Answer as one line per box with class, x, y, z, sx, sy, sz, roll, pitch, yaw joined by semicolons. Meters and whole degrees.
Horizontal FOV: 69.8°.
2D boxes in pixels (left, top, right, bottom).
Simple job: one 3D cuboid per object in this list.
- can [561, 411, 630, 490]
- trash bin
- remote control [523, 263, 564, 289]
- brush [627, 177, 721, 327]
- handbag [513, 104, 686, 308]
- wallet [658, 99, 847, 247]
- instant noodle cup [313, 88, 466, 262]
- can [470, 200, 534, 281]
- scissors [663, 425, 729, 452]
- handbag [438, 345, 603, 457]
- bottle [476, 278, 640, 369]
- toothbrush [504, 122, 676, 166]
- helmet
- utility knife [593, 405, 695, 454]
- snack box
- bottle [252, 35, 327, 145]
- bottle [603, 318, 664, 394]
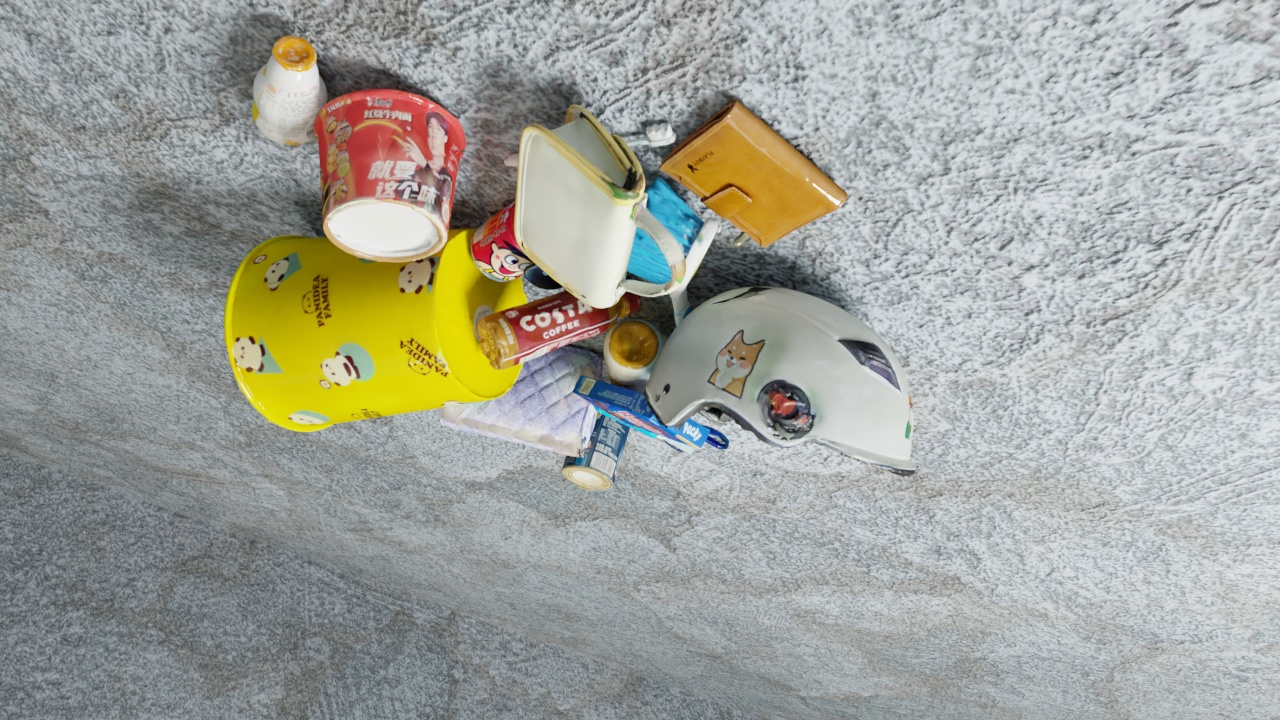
can;-0.060;0.118;1.278;0.075;0.111;0.075;13;152;7
trash bin;-0.278;-0.040;1.019;0.256;0.229;0.230;-4;146;24
remote control;-0.084;-0.088;0.943;0.053;0.024;0.136;-21;179;9
brush;0.028;-0.078;0.943;0.109;0.060;0.315;29;161;1
handbag;-0.028;-0.115;0.797;0.179;0.063;0.164;43;150;17
wallet;0.093;-0.156;0.800;0.130;0.035;0.119;33;145;-22
instant noodle cup;-0.229;-0.162;0.839;0.138;0.108;0.138;-3;157;-2
can;-0.122;-0.124;0.930;0.066;0.066;0.094;33;147;-27
scissors;0.054;0.088;1.270;0.164;0.012;0.163;14;152;6
handbag;-0.145;0.043;1.169;0.194;0.134;0.076;12;151;10
bottle;-0.082;-0.044;0.965;0.057;0.174;0.058;40;141;42
toothbrush;-0.051;-0.192;0.825;0.180;0.016;0.016;-2;139;29
helmet;0.147;0.009;0.911;0.274;0.157;0.229;12;-179;25
utility knife;0.011;0.084;1.203;0.018;0.034;0.238;-1;159;36
snack box;-0.002;0.057;1.044;0.084;0.026;0.157;34;168;-36
bottle;-0.314;-0.243;0.825;0.063;0.063;0.109;24;151;-14
bottle;-0.006;0.006;1.081;0.068;0.068;0.190;14;166;4
